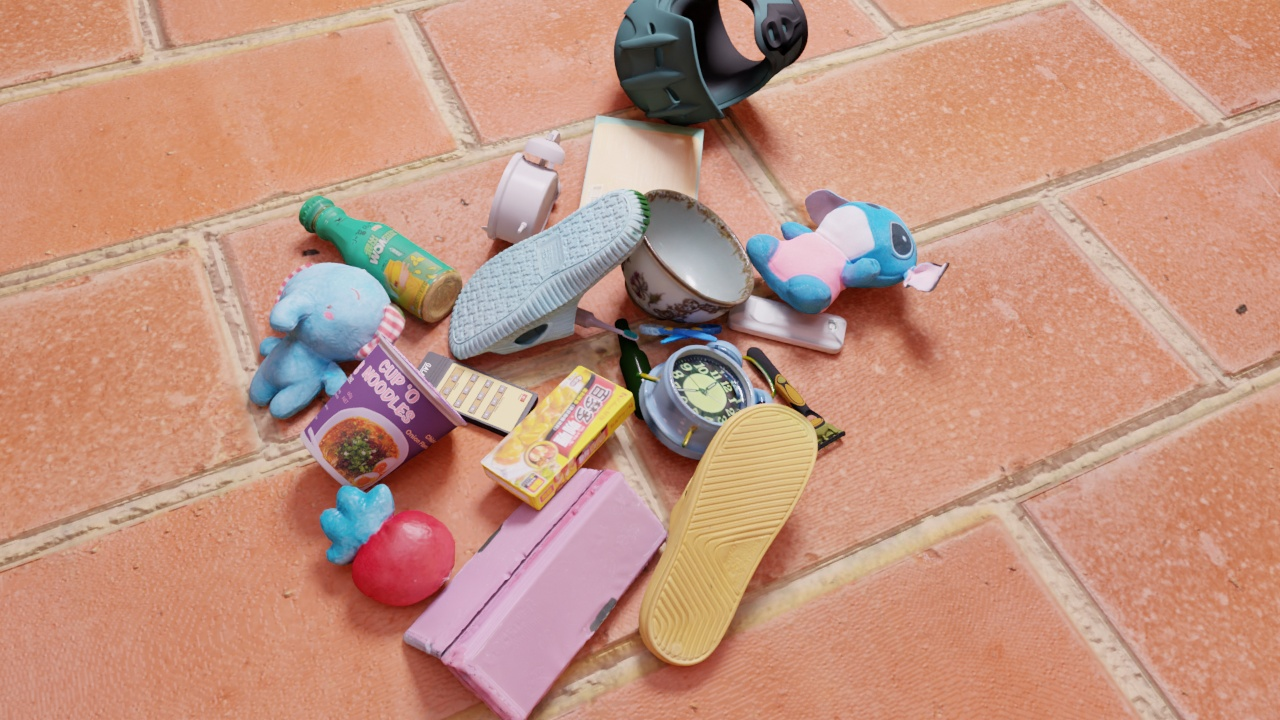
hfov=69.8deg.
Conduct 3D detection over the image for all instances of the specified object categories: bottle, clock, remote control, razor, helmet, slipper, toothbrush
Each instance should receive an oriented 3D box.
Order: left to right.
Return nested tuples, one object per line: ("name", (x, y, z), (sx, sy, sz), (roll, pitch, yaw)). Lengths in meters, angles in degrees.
("bottle", (-0.301, -0.122, 1.044), (0.210, 0.068, 0.068), (33, 60, 17))
("remote control", (-0.180, 0.037, 0.978), (0.133, 0.013, 0.058), (20, 57, 10))
("clock", (-0.132, -0.202, 1.083), (0.061, 0.120, 0.159), (20, 67, -1))
("slipper", (-0.095, -0.086, 0.987), (0.277, 0.069, 0.115), (-30, 54, 21))
("toothbrush", (-0.085, -0.056, 1.027), (0.188, 0.019, 0.018), (21, 59, 20))
("bottle", (-0.006, 0.006, 0.999), (0.033, 0.033, 0.122), (-11, 57, -11))
("helmet", (0.070, -0.385, 1.148), (0.200, 0.176, 0.275), (-31, 27, -13))
("clock", (0.074, 0.037, 0.955), (0.161, 0.060, 0.118), (-20, 67, -40))
("slipper", (0.074, 0.159, 0.871), (0.099, 0.078, 0.263), (29, 76, -8))
("remote control", (0.168, -0.045, 1.050), (0.133, 0.022, 0.050), (14, 56, 6))
("razor", (0.161, 0.037, 0.998), (0.044, 0.021, 0.144), (-27, 60, -20))

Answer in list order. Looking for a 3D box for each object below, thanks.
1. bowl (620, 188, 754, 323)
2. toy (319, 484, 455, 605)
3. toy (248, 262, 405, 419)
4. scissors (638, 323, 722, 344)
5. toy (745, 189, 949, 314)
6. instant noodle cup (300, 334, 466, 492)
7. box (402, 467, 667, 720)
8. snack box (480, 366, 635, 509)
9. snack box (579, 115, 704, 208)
("bowl", (0.037, -0.101, 1.022), (0.159, 0.094, 0.159), (25, 42, -25))
("toy", (-0.236, 0.171, 0.850), (0.133, 0.062, 0.092), (35, 70, 8))
("toy", (-0.347, -0.029, 0.963), (0.183, 0.115, 0.180), (27, 70, 25))
("scissors", (0.041, -0.031, 1.000), (0.123, 0.016, 0.125), (1, 10, 23))
("toy", (0.234, -0.115, 1.049), (0.191, 0.099, 0.224), (-23, 43, -20))
("instant noodle cup", (-0.254, 0.061, 0.891), (0.121, 0.122, 0.137), (-43, 22, -8))
("box", (-0.095, 0.209, 0.861), (0.106, 0.116, 0.232), (51, 60, -19))
("snack box", (-0.080, 0.074, 0.917), (0.075, 0.025, 0.152), (27, 58, 30))
("snack box", (0.002, -0.220, 1.143), (0.141, 0.044, 0.193), (7, 56, 0))
